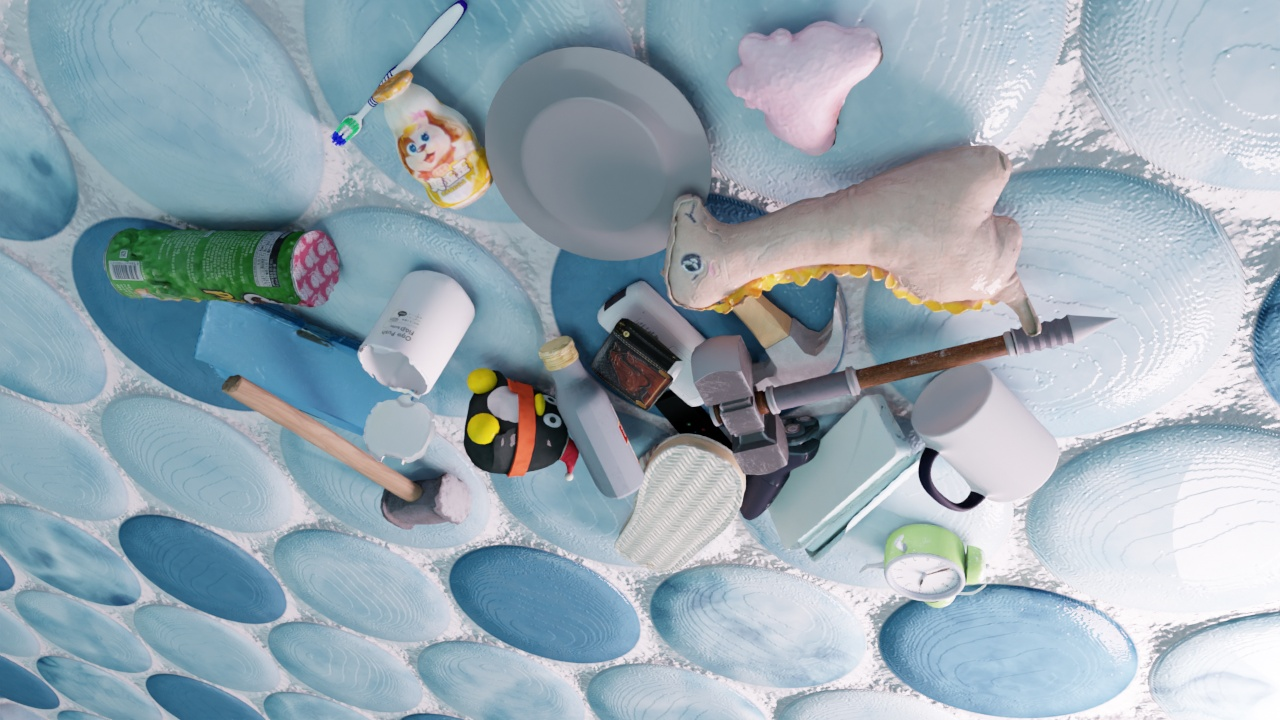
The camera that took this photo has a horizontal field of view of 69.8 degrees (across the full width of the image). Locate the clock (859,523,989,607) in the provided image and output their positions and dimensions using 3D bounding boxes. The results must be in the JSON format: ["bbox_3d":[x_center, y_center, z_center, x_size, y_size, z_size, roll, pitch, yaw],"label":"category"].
[{"bbox_3d":[0.299,0.211,0.945,0.119,0.042,0.095,27,135,-6],"label":"clock"}]

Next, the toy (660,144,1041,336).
[{"bbox_3d":[0.153,-0.067,0.690,0.265,0.065,0.196,-19,107,14],"label":"toy"}]

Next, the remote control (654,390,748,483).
[{"bbox_3d":[0.070,0.084,0.925,0.035,0.013,0.150,-22,122,34],"label":"remote control"}]

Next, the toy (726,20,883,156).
[{"bbox_3d":[0.107,-0.190,0.631,0.093,0.050,0.103,18,138,-2],"label":"toy"}]

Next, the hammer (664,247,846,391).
[{"bbox_3d":[0.042,-0.093,0.755,0.328,0.039,0.131,42,130,-20],"label":"hammer"}]

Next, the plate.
[{"bbox_3d":[-0.035,-0.149,0.698,0.178,0.012,0.179,9,131,10],"label":"plate"}]

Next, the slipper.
[{"bbox_3d":[0.036,0.149,0.973,0.115,0.052,0.264,24,141,1],"label":"slipper"}]

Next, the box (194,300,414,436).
[{"bbox_3d":[-0.360,0.027,0.990,0.232,0.066,0.173,23,136,-4],"label":"box"}]

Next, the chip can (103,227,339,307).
[{"bbox_3d":[-0.406,-0.091,0.886,0.223,0.075,0.075,3,132,17],"label":"chip can"}]

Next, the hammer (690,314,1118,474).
[{"bbox_3d":[0.211,0.008,0.748,0.323,0.043,0.156,-15,132,19],"label":"hammer"}]

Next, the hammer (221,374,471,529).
[{"bbox_3d":[-0.311,0.103,0.989,0.098,0.052,0.328,-10,145,26],"label":"hammer"}]

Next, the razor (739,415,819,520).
[{"bbox_3d":[0.132,0.109,0.898,0.052,0.047,0.143,37,133,21],"label":"razor"}]

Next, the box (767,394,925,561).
[{"bbox_3d":[0.215,0.118,0.885,0.096,0.085,0.199,0,145,-27],"label":"box"}]

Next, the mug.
[{"bbox_3d":[0.283,0.075,0.780,0.097,0.111,0.079,41,172,-19],"label":"mug"}]

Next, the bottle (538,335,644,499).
[{"bbox_3d":[-0.050,0.053,0.891,0.046,0.072,0.161,-28,110,-11],"label":"bottle"}]

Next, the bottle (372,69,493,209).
[{"bbox_3d":[-0.165,-0.175,0.728,0.063,0.063,0.108,-16,127,30],"label":"bottle"}]

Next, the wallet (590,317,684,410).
[{"bbox_3d":[-0.005,0.005,0.832,0.072,0.019,0.123,36,160,0],"label":"wallet"}]

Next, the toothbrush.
[{"bbox_3d":[-0.195,-0.224,0.728,0.187,0.016,0.015,-29,117,37],"label":"toothbrush"}]

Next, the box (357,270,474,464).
[{"bbox_3d":[-0.213,0.007,0.856,0.084,0.159,0.119,17,146,11],"label":"box"}]

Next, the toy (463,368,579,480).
[{"bbox_3d":[-0.119,0.069,0.927,0.119,0.097,0.100,5,137,-17],"label":"toy"}]

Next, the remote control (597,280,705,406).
[{"bbox_3d":[0.025,-0.013,0.842,0.138,0.025,0.060,42,131,-18],"label":"remote control"}]
